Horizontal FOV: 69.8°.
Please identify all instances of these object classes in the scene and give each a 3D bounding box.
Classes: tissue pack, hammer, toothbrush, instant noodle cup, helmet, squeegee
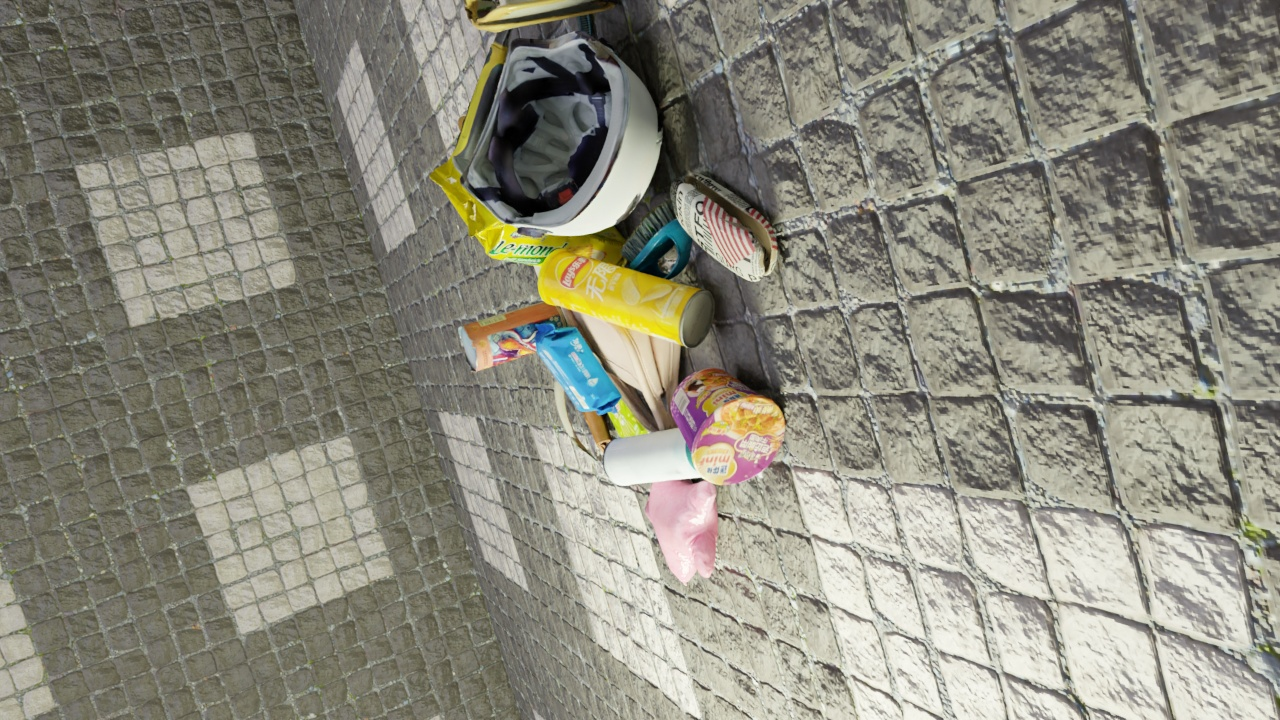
[{"bbox_3d":[-0.087,0.009,1.254,0.157,0.052,0.095,55,164,-9],"label":"tissue pack"},{"bbox_3d":[-0.192,-0.397,1.215,0.126,0.031,0.324,39,116,37],"label":"hammer"},{"bbox_3d":[-0.054,-0.336,1.136,0.016,0.018,0.192,26,130,59],"label":"toothbrush"},{"bbox_3d":[0.090,0.066,1.018,0.099,0.111,0.112,-127,27,-56],"label":"instant noodle cup"},{"bbox_3d":[-0.068,-0.240,1.047,0.259,0.145,0.229,21,94,40],"label":"helmet"},{"bbox_3d":[-0.124,0.042,1.504,0.246,0.039,0.246,71,-173,-79],"label":"squeegee"}]

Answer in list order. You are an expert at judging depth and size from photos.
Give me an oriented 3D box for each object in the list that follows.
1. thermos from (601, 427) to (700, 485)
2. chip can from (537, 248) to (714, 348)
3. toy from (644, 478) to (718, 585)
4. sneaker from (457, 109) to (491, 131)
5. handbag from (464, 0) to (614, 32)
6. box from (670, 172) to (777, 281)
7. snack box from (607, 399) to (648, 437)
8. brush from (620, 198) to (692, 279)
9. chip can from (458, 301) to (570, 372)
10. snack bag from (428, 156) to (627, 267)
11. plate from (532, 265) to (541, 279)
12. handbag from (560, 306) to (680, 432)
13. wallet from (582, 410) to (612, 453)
[{"bbox_3d":[0.039,0.122,1.170,0.225,0.073,0.073,-16,92,54],"label":"thermos"},{"bbox_3d":[-0.020,-0.075,1.084,0.214,0.071,0.072,20,129,32],"label":"chip can"},{"bbox_3d":[0.053,0.218,1.240,0.195,0.074,0.179,-151,60,-63],"label":"toy"},{"bbox_3d":[-0.147,-0.319,1.278,0.241,0.087,0.118,23,144,34],"label":"sneaker"},{"bbox_3d":[-0.111,-0.402,1.029,0.179,0.163,0.063,3,111,68],"label":"handbag"},{"bbox_3d":[0.077,-0.136,0.937,0.164,0.064,0.074,46,131,46],"label":"box"},{"bbox_3d":[-0.031,0.059,1.376,0.156,0.026,0.086,61,155,24],"label":"snack box"},{"bbox_3d":[0.024,-0.131,1.071,0.073,0.055,0.144,59,156,4],"label":"brush"},{"bbox_3d":[-0.150,-0.048,1.319,0.071,0.214,0.071,48,148,44],"label":"chip can"},{"bbox_3d":[-0.138,-0.179,1.190,0.158,0.246,0.068,52,122,39],"label":"snack bag"},{"bbox_3d":[-0.146,-0.175,1.412,0.192,0.039,0.192,162,91,-79],"label":"plate"},{"bbox_3d":[-0.007,0.007,1.235,0.193,0.093,0.234,30,142,57],"label":"handbag"},{"bbox_3d":[-0.074,0.082,1.461,0.119,0.035,0.130,87,162,-72],"label":"wallet"}]
